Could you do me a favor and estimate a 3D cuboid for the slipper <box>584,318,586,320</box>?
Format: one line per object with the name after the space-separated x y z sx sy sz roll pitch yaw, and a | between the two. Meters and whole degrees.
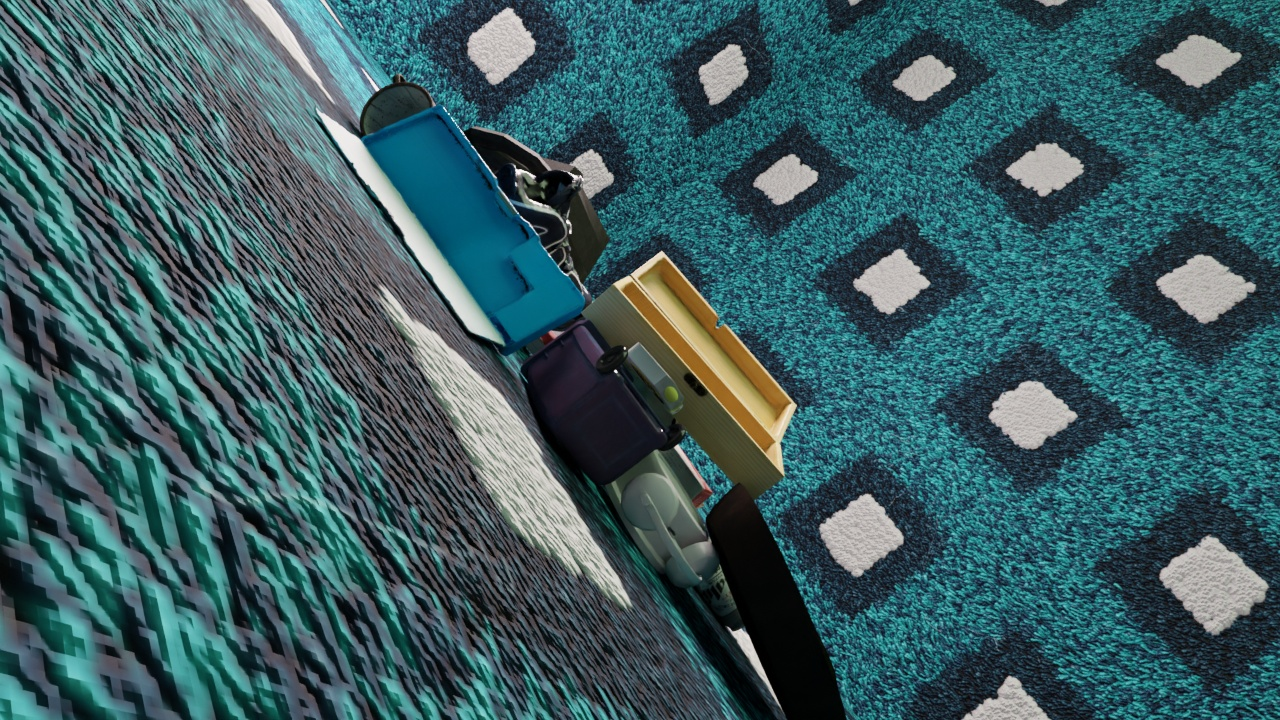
-0.056 0.001 1.289 0.214 0.059 0.103 69 -3 -64 | slipper

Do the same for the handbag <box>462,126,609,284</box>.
-0.155 -0.206 1.113 0.197 0.102 0.199 20 -23 23 | handbag

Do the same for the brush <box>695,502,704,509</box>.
0.030 0.156 1.184 0.117 0.039 0.049 37 -8 14 | brush

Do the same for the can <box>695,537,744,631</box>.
0.082 0.239 0.995 0.106 0.044 0.044 54 0 3 | can

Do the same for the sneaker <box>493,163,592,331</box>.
-0.104 -0.132 0.979 0.252 0.151 0.097 30 22 -56 | sneaker

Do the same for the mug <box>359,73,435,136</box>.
-0.257 -0.263 1.025 0.081 0.085 0.111 58 20 -69 | mug

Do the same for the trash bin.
-0.040 0.031 0.805 0.094 0.092 0.161 54 -1 -23 | trash bin

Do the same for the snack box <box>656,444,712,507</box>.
-0.022 0.073 1.094 0.273 0.077 0.044 53 10 25 | snack box

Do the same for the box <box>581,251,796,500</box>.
0.065 0.005 0.986 0.247 0.076 0.256 49 24 -3 | box

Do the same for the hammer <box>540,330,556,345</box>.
-0.144 -0.053 1.214 0.126 0.036 0.316 51 -3 31 | hammer

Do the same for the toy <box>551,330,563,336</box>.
-0.085 -0.047 1.441 0.209 0.085 0.137 28 -12 37 | toy

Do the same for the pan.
0.137 0.283 0.830 0.248 0.043 0.356 -130 -162 -81 | pan

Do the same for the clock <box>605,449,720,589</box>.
0.016 0.140 0.807 0.120 0.061 0.159 57 3 -21 | clock

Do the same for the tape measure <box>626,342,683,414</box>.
0.013 0.017 0.819 0.064 0.016 0.065 49 -6 20 | tape measure

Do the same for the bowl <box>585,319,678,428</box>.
-0.006 0.006 1.037 0.174 0.174 0.068 54 -13 15 | bowl

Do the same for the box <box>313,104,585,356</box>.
-0.176 -0.114 0.814 0.243 0.075 0.166 54 35 11 | box

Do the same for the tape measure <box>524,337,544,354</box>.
-0.137 -0.038 1.050 0.062 0.020 0.060 53 0 -24 | tape measure
